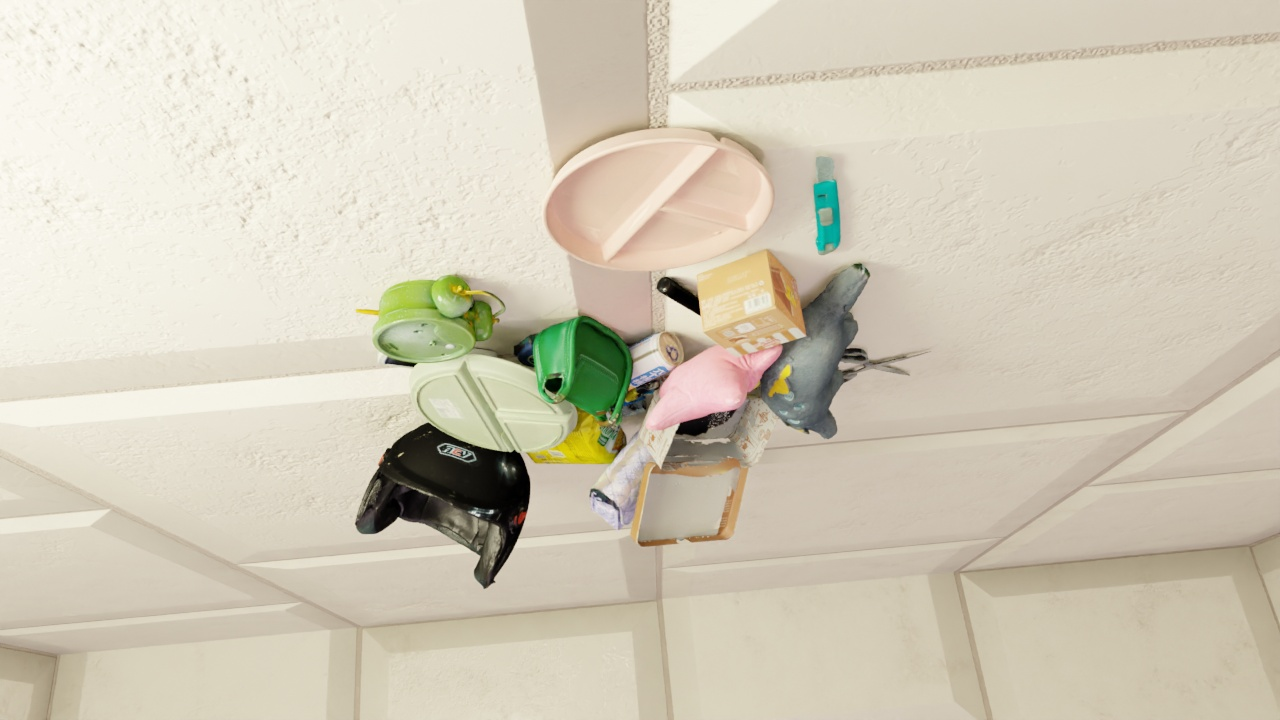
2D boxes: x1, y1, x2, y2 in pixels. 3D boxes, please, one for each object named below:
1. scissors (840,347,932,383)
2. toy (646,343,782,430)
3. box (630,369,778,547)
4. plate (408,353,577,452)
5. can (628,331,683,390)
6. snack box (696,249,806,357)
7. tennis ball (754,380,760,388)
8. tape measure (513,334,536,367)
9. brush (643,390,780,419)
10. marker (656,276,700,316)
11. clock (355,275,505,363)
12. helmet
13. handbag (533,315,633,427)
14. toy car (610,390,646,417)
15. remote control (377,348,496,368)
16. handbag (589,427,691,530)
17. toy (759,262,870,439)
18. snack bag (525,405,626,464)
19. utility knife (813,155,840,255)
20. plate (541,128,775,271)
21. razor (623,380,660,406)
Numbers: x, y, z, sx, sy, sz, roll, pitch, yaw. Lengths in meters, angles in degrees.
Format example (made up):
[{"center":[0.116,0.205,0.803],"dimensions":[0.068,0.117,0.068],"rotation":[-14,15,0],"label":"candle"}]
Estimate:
[{"center":[0.341,0.012,1.364],"dimensions":[0.176,0.014,0.160],"rotation":[12,151,-35],"label":"scissors"},{"center":[0.089,0.030,1.151],"dimensions":[0.194,0.074,0.178],"rotation":[-33,-165,0],"label":"toy"},{"center":[0.084,0.144,1.336],"dimensions":[0.177,0.088,0.263],"rotation":[1,121,-31],"label":"box"},{"center":[-0.197,0.064,1.217],"dimensions":[0.230,0.027,0.231],"rotation":[8,147,5],"label":"plate"},{"center":[-0.007,0.007,1.231],"dimensions":[0.135,0.053,0.053],"rotation":[-26,149,38],"label":"can"},{"center":[0.129,-0.065,1.072],"dimensions":[0.093,0.077,0.094],"rotation":[-18,152,26],"label":"snack box"},{"center":[0.138,0.011,1.255],"dimensions":[0.065,0.065,0.065],"rotation":[-5,156,-2],"label":"tennis ball"},{"center":[-0.134,-0.012,1.196],"dimensions":[0.058,0.025,0.055],"rotation":[19,148,-36],"label":"tape measure"},{"center":[0.115,0.058,1.398],"dimensions":[0.254,0.045,0.083],"rotation":[8,156,-20],"label":"brush"},{"center":[0.064,-0.070,1.116],"dimensions":[0.022,0.020,0.132],"rotation":[-19,153,31],"label":"marker"},{"center":[-0.234,-0.049,1.057],"dimensions":[0.161,0.056,0.116],"rotation":[-12,156,15],"label":"clock"},{"center":[-0.279,0.193,1.378],"dimensions":[0.233,0.229,0.275],"rotation":[22,153,1],"label":"helmet"},{"center":[-0.069,0.015,1.154],"dimensions":[0.068,0.120,0.131],"rotation":[-19,149,30],"label":"handbag"},{"center":[-0.029,0.066,1.385],"dimensions":[0.049,0.031,0.105],"rotation":[-14,156,23],"label":"toy car"},{"center":[-0.265,-0.002,1.195],"dimensions":[0.149,0.021,0.058],"rotation":[8,153,-28],"label":"remote control"},{"center":[0.004,0.164,1.421],"dimensions":[0.075,0.193,0.134],"rotation":[31,154,16],"label":"handbag"},{"center":[0.224,0.009,1.202],"dimensions":[0.137,0.091,0.357],"rotation":[-17,143,-13],"label":"toy"},{"center":[-0.116,0.107,1.379],"dimensions":[0.158,0.068,0.246],"rotation":[3,158,12],"label":"snack bag"},{"center":[0.193,-0.158,0.957],"dimensions":[0.029,0.013,0.193],"rotation":[-10,155,10],"label":"utility knife"},{"center":[0.017,-0.156,0.908],"dimensions":[0.229,0.028,0.230],"rotation":[-4,157,-2],"label":"plate"},{"center":[0.000,0.042,1.282],"dimensions":[0.042,0.022,0.143],"rotation":[-20,175,-17],"label":"razor"}]
